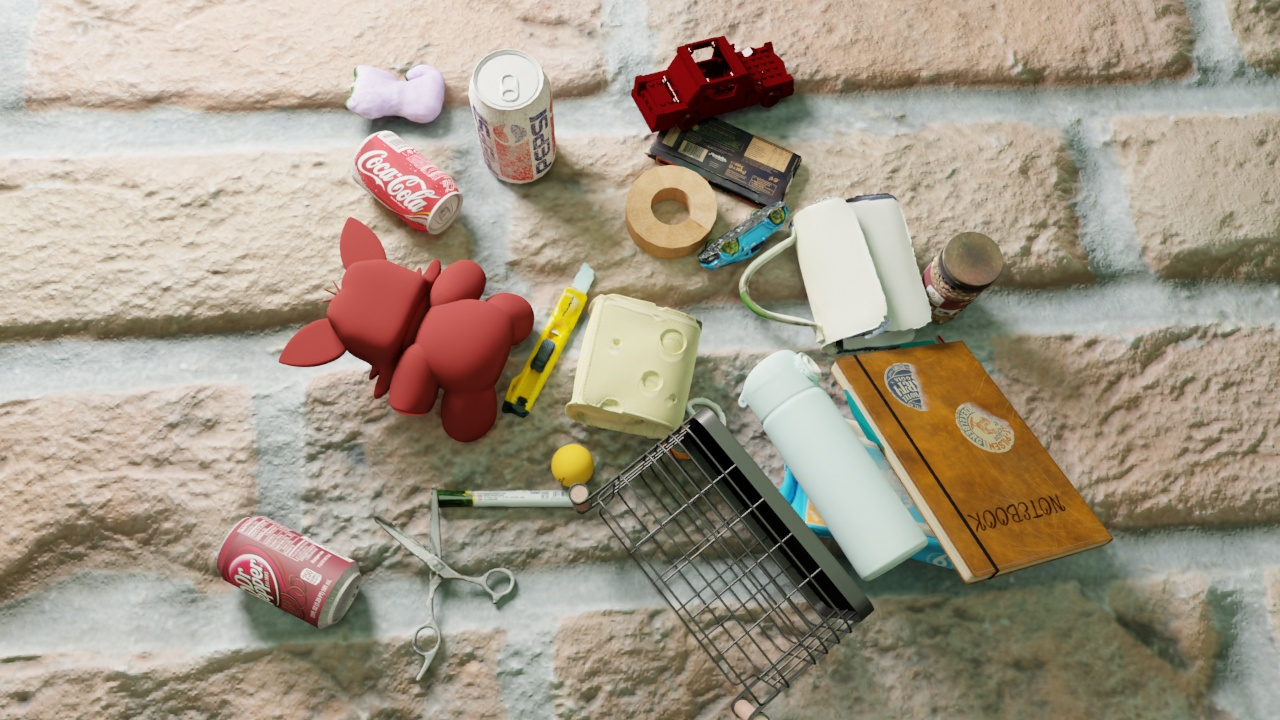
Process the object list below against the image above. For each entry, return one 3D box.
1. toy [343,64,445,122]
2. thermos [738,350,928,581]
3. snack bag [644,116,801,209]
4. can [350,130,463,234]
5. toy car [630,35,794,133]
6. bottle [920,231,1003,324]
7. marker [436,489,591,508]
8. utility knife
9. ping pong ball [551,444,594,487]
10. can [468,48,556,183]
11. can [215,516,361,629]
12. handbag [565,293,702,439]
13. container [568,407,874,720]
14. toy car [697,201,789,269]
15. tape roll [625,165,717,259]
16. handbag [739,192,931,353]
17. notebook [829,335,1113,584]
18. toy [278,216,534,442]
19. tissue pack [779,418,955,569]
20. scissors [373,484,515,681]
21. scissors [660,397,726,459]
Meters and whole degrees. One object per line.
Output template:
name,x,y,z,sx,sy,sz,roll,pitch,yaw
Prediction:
toy,-0.258,-0.287,0.975,0.099,0.037,0.080,7,63,-5
thermos,0.164,0.087,0.801,0.078,0.065,0.206,-44,66,30
snack bag,0.091,-0.217,0.977,0.155,0.018,0.074,26,73,5
can,-0.235,-0.179,0.927,0.105,0.064,0.064,38,75,9
toy car,0.080,-0.297,0.966,0.169,0.062,0.070,-19,67,-16
bottle,0.307,-0.079,0.898,0.056,0.105,0.056,1,73,-2
marker,-0.119,0.130,0.862,0.146,0.017,0.017,0,73,-2
utility knife,-0.089,-0.022,0.913,0.030,0.017,0.175,27,71,-4
ping pong ball,-0.064,0.099,0.862,0.040,0.040,0.040,1,73,-2
can,-0.126,-0.240,0.913,0.078,0.136,0.078,1,73,-2
can,-0.310,0.186,0.813,0.114,0.063,0.063,25,73,5
handbag,-0.005,0.005,0.872,0.111,0.081,0.119,12,70,-2
container,0.063,0.170,0.776,0.130,0.163,0.241,-38,81,-10
toy car,0.108,-0.124,0.933,0.105,0.048,0.032,-36,106,-8
tape roll,0.031,-0.154,0.950,0.094,0.027,0.094,1,73,-2
handbag,0.186,-0.082,0.911,0.176,0.074,0.151,-9,74,-4
notebook,0.281,0.074,0.824,0.178,0.014,0.249,-7,52,-25
toy,-0.208,-0.028,0.855,0.197,0.121,0.158,22,75,-6
tissue pack,0.228,0.121,0.857,0.209,0.066,0.116,11,71,3
scissors,-0.188,0.202,0.833,0.141,0.014,0.171,19,78,-6
scissors,0.081,0.090,0.887,0.131,0.013,0.073,41,77,10
